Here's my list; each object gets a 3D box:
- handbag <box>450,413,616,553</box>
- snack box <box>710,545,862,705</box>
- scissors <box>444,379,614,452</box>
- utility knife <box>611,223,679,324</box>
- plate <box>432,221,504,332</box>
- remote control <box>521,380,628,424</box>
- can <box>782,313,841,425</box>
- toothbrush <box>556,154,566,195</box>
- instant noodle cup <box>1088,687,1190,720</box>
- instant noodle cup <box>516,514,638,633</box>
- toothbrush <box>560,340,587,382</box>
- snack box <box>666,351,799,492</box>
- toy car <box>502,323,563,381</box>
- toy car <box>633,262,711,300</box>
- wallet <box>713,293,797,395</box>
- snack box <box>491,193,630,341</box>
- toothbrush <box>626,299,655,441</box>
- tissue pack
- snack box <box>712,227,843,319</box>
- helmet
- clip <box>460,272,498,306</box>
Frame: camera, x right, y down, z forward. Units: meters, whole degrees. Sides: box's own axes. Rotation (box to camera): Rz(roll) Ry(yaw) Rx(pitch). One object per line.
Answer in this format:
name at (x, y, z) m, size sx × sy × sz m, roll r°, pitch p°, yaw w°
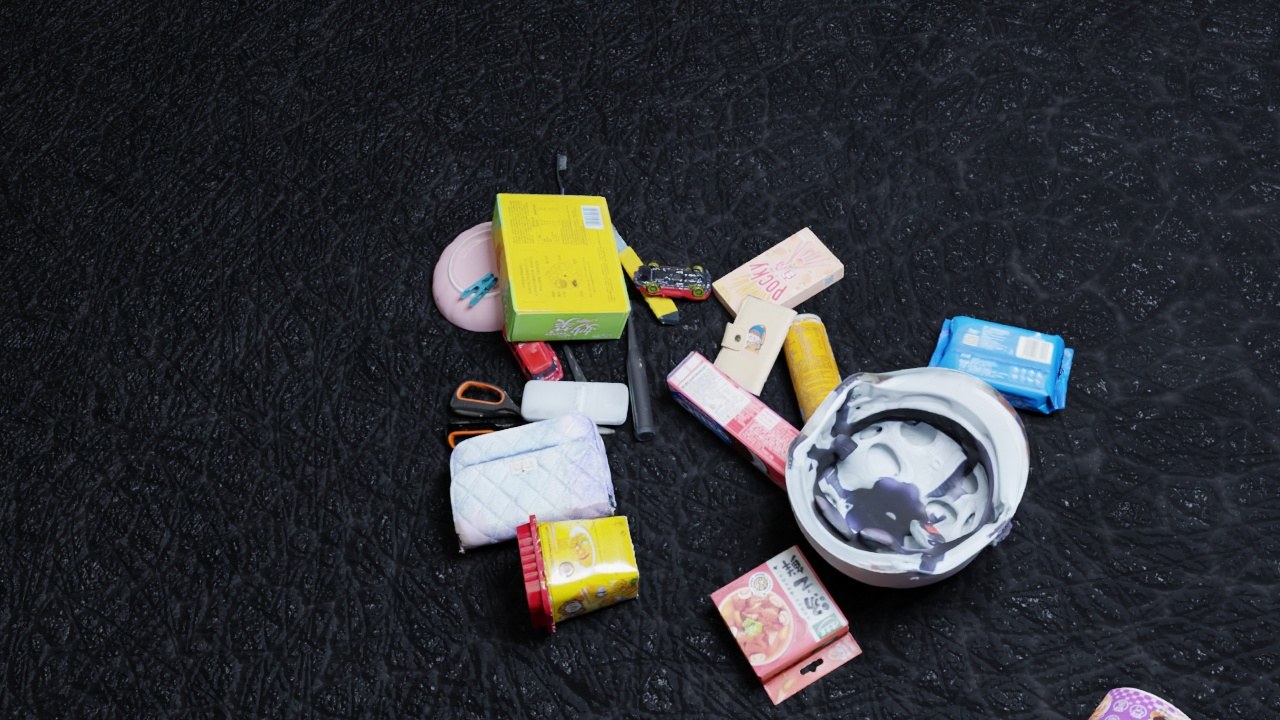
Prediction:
handbag at (-0.135, 0.146, 1.114) m, size 0.194 × 0.076 × 0.134 m, roll -15°, pitch 63°, yaw 4°
snack box at (0.157, 0.284, 0.992) m, size 0.113 × 0.044 × 0.127 m, roll -29°, pitch 59°, yaw -7°
scissors at (-0.147, 0.091, 1.188) m, size 0.234 × 0.022 × 0.162 m, roll 26°, pitch 75°, yaw 17°
utility knife at (-0.001, -0.122, 1.281) m, size 0.033 × 0.015 × 0.206 m, roll -17°, pitch 55°, yaw -23°
plate at (-0.211, -0.131, 1.315) m, size 0.192 × 0.039 × 0.192 m, roll -5°, pitch 59°, yaw 8°
remote control at (-0.084, 0.054, 1.174) m, size 0.136 × 0.020 × 0.055 m, roll 2°, pitch 60°, yaw 5°
can at (0.214, 0.017, 1.130) m, size 0.058 × 0.058 × 0.145 m, roll -12°, pitch 58°, yaw 4°
toothbrush at (-0.116, -0.239, 1.376) m, size 0.016 × 0.014 × 0.188 m, roll -3°, pitch 59°, yaw -4°
instant noodle cup at (0.457, 0.368, 0.849) m, size 0.111 × 0.112 × 0.099 m, roll 32°, pitch 64°, yaw 26°
instant noodle cup at (-0.069, 0.233, 1.036) m, size 0.123 × 0.116 × 0.116 m, roll -9°, pitch 58°, yaw -7°
toothbrush at (-0.096, -0.008, 1.234) m, size 0.015 × 0.018 × 0.181 m, roll -23°, pitch 59°, yaw -6°
snack box at (0.124, 0.073, 1.116) m, size 0.058 × 0.057 × 0.207 m, roll -44°, pitch 61°, yaw -12°
toy car at (-0.146, -0.016, 1.232) m, size 0.053 × 0.045 × 0.120 m, roll -29°, pitch 56°, yaw -8°
toy car at (0.043, -0.106, 1.244) m, size 0.106 × 0.031 × 0.049 m, roll 5°, pitch 44°, yaw -3°
wallet at (0.139, -0.023, 1.160) m, size 0.087 × 0.024 × 0.115 m, roll 27°, pitch 96°, yaw 42°
snack box at (-0.112, -0.128, 1.244) m, size 0.157 × 0.070 × 0.209 m, roll -2°, pitch 57°, yaw -18°
toothbrush at (-0.007, 0.007, 1.202) m, size 0.027 × 0.026 × 0.212 m, roll -42°, pitch 45°, yaw 40°
tissue pack at (0.429, 0.005, 1.097) m, size 0.157 × 0.052 × 0.094 m, roll 14°, pitch 62°, yaw 19°
snack box at (0.184, -0.108, 1.229) m, size 0.157 × 0.026 × 0.084 m, roll -31°, pitch 59°, yaw -8°
helmet at (0.282, 0.138, 0.994) m, size 0.258 × 0.146 × 0.229 m, roll -38°, pitch 62°, yaw -21°
clip at (-0.221, -0.100, 1.267) m, size 0.056 × 0.014 × 0.040 m, roll -44°, pitch 62°, yaw -15°
